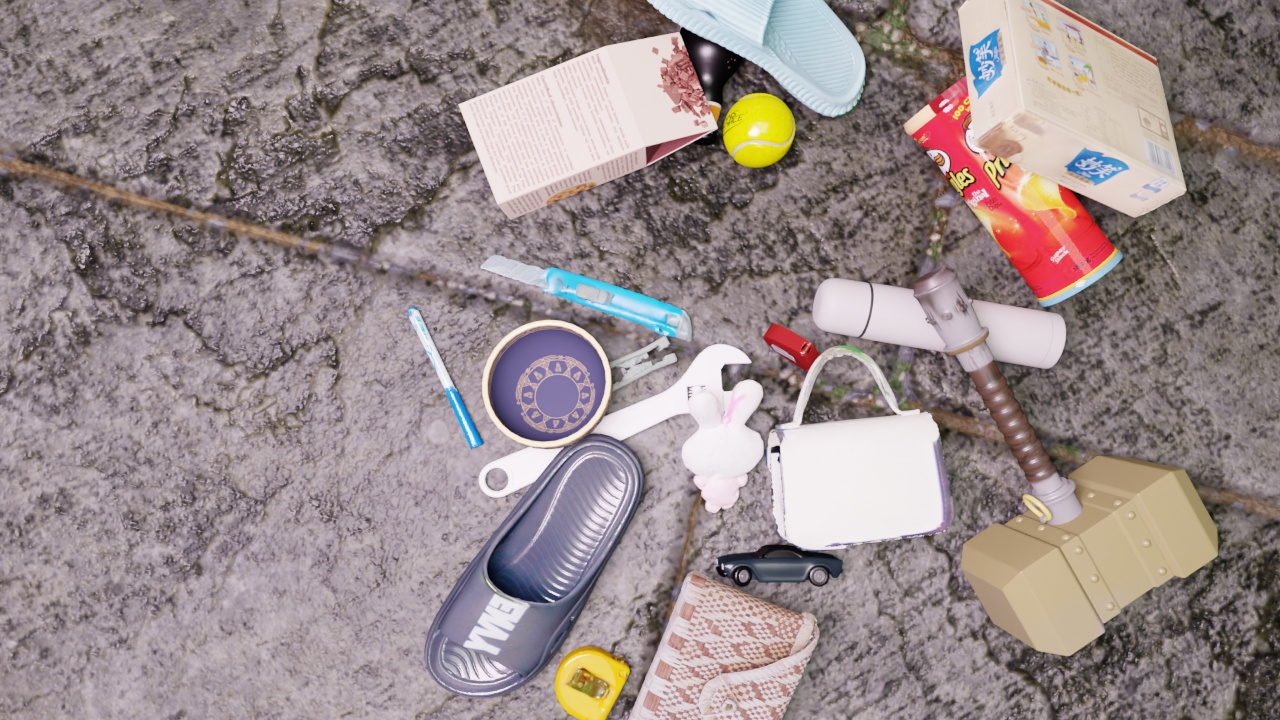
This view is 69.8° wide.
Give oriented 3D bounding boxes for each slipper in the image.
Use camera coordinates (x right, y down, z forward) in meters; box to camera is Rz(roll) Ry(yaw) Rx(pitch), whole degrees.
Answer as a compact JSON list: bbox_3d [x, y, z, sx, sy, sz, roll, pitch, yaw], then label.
[{"bbox_3d":[0.110,-0.312,0.803,0.276,0.070,0.115,28,73,-26],"label":"slipper"},{"bbox_3d":[-0.087,0.186,0.795,0.110,0.083,0.268,35,89,-2],"label":"slipper"}]

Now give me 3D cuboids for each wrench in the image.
[{"bbox_3d":[-0.021,0.060,0.844,0.273,0.018,0.066,-24,87,-3],"label":"wrench"}]

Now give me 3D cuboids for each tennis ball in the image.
[{"bbox_3d":[0.109,-0.211,0.844,0.065,0.065,0.065,0,86,-3],"label":"tennis ball"}]

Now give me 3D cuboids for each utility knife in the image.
[{"bbox_3d":[-0.048,-0.061,0.852,0.207,0.015,0.031,17,81,0],"label":"utility knife"}]

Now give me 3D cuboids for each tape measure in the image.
[{"bbox_3d":[-0.046,0.287,0.820,0.059,0.030,0.068,30,84,-3],"label":"tape measure"},{"bbox_3d":[0.139,-0.010,0.843,0.051,0.059,0.019,31,84,29],"label":"tape measure"}]

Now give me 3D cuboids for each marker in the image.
[{"bbox_3d":[-0.180,0.016,0.840,0.013,0.013,0.142,-26,87,-5],"label":"marker"}]

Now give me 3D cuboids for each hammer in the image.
[{"bbox_3d":[0.331,0.064,0.800,0.190,0.101,0.325,-32,95,-5],"label":"hammer"}]

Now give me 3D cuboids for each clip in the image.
[{"bbox_3d":[-0.005,0.004,0.846,0.076,0.023,0.043,-26,86,-7],"label":"clip"}]

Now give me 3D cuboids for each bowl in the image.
[{"bbox_3d":[-0.078,0.027,0.816,0.112,0.061,0.112,-1,75,5],"label":"bowl"}]

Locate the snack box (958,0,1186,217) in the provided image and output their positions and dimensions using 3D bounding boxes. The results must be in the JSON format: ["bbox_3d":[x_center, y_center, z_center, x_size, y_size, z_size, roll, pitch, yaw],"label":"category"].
[{"bbox_3d":[0.378,-0.230,0.808,0.207,0.055,0.153,15,64,-24],"label":"snack box"}]

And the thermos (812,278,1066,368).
[{"bbox_3d":[0.272,-0.036,0.847,0.224,0.052,0.052,9,85,-2],"label":"thermos"}]

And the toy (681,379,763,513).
[{"bbox_3d":[0.074,0.078,0.829,0.076,0.037,0.126,-8,114,-14],"label":"toy"}]

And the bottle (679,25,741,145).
[{"bbox_3d":[0.065,-0.291,0.851,0.059,0.059,0.181,4,86,-3],"label":"bottle"}]

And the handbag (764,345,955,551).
[{"bbox_3d":[0.189,0.074,0.825,0.151,0.074,0.176,-7,87,-3],"label":"handbag"}]

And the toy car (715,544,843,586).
[{"bbox_3d":[0.125,0.184,0.828,0.112,0.046,0.034,1,87,-5],"label":"toy car"}]

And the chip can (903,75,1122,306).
[{"bbox_3d":[0.341,-0.159,0.844,0.087,0.087,0.213,-37,90,-5],"label":"chip can"}]

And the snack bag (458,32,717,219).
[{"bbox_3d":[-0.044,-0.214,0.826,0.206,0.070,0.094,-21,88,0],"label":"snack bag"}]

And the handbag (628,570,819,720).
[{"bbox_3d":[0.067,0.286,0.799,0.124,0.047,0.186,21,100,2],"label":"handbag"}]
